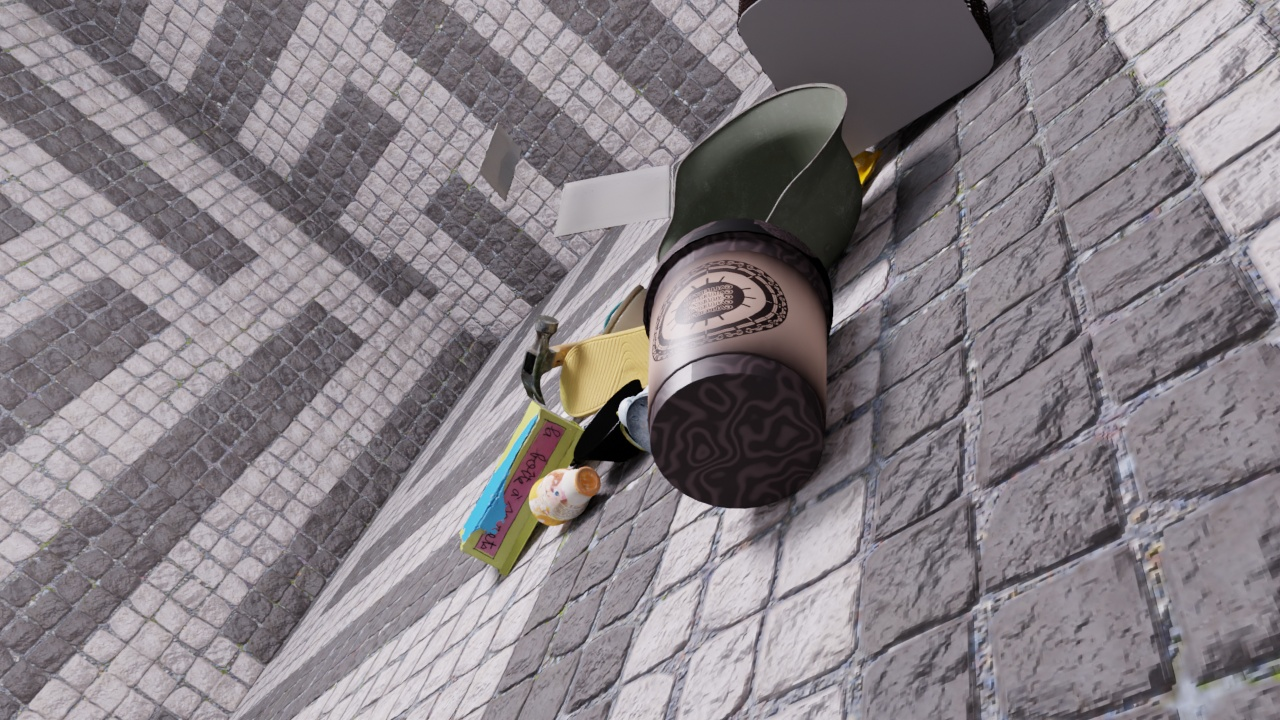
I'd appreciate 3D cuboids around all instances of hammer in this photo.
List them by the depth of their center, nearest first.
[{"bbox_3d":[-0.069,-0.019,1.368,0.329,0.033,0.132,-18,-51,-59],"label":"hammer"}]

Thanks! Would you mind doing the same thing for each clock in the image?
[{"bbox_3d":[0.022,0.063,0.968,0.118,0.083,0.056,-34,13,41],"label":"clock"}]

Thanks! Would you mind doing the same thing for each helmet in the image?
[{"bbox_3d":[0.144,-0.157,1.017,0.267,0.154,0.227,-45,30,-9],"label":"helmet"}]

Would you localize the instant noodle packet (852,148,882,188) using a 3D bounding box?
[{"bbox_3d":[0.198,-0.191,1.183,0.222,0.084,0.162,-9,42,56],"label":"instant noodle packet"}]

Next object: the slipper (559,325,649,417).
[{"bbox_3d":[-0.007,0.007,1.206,0.078,0.099,0.264,-5,-9,-45],"label":"slipper"}]

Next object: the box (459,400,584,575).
[{"bbox_3d":[-0.163,0.171,1.256,0.221,0.079,0.124,-63,11,-5],"label":"box"}]

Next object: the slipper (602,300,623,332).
[{"bbox_3d":[-0.023,-0.069,1.576,0.098,0.055,0.268,-36,11,33],"label":"slipper"}]

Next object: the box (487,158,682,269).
[{"bbox_3d":[0.006,-0.219,1.270,0.419,0.108,0.165,-19,33,16],"label":"box"}]

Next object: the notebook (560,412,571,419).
[{"bbox_3d":[-0.059,0.021,1.547,0.153,0.012,0.208,-35,14,50],"label":"notebook"}]

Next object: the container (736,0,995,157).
[{"bbox_3d":[0.274,-0.425,1.132,0.246,0.247,0.243,-29,24,29],"label":"container"}]

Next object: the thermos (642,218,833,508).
[{"bbox_3d":[0.081,0.001,0.769,0.173,0.172,0.225,-43,19,28],"label":"thermos"}]

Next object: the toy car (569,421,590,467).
[{"bbox_3d":[-0.071,0.107,1.301,0.106,0.033,0.047,-42,12,26],"label":"toy car"}]

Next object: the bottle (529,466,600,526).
[{"bbox_3d":[-0.090,0.162,1.115,0.109,0.063,0.063,-34,19,50],"label":"bottle"}]

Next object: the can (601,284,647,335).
[{"bbox_3d":[-0.003,-0.037,1.311,0.127,0.073,0.128,-56,-6,-9],"label":"can"}]

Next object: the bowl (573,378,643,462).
[{"bbox_3d":[-0.022,0.087,1.126,0.124,0.052,0.124,-47,12,13],"label":"bowl"}]
